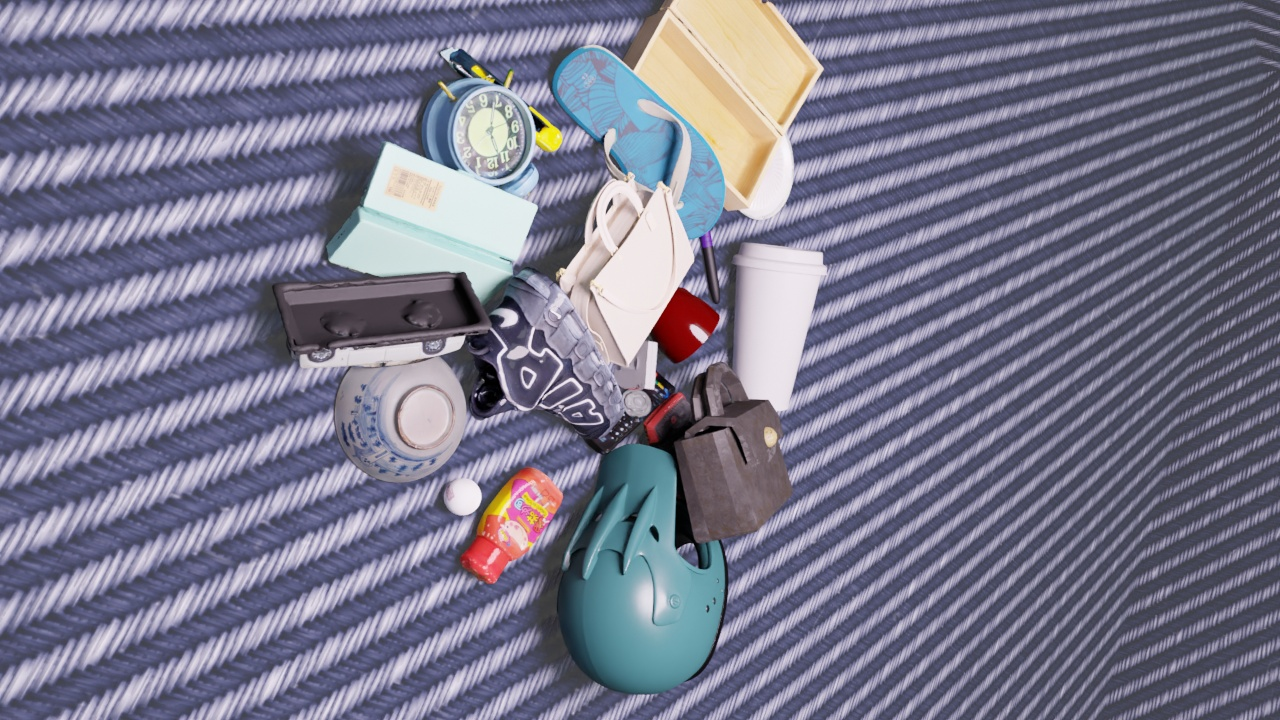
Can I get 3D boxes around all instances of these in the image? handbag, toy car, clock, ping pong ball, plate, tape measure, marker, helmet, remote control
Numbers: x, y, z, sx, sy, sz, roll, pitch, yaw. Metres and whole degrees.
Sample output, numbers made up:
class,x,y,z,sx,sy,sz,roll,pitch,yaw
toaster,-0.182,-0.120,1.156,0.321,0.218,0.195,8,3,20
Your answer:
class,x,y,z,sx,sy,sz,roll,pitch,yaw
handbag,-0.024,-0.122,1.057,0.194,0.101,0.198,-58,153,-25
toy car,-0.253,-0.030,0.900,0.191,0.094,0.071,-8,137,-31
clock,-0.166,-0.223,0.978,0.117,0.060,0.162,-25,118,-33
handbag,0.119,0.099,1.141,0.197,0.102,0.199,-17,90,-67
ping pong ball,-0.195,0.149,1.005,0.040,0.040,0.040,-5,97,-42
plate,0.165,-0.280,1.308,0.156,0.014,0.157,-5,98,-42
tape measure,-0.007,0.007,1.148,0.020,0.062,0.060,9,82,-42
toy car,0.060,0.136,1.225,0.081,0.056,0.189,-44,125,-31
marker,0.094,-0.143,1.257,0.018,0.015,0.134,-44,126,-64
helmet,-0.001,0.256,1.108,0.200,0.177,0.274,40,55,-43
remote control,-0.015,0.064,1.166,0.045,0.021,0.140,42,59,11

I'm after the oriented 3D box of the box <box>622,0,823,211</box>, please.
class,x,y,z,sx,sy,sz,roll,pitch,yaw
box,0.108,-0.369,1.201,0.247,0.068,0.253,38,79,-34

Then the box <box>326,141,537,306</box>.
class,x,y,z,sx,sy,sz,roll,pitch,yaw
box,-0.204,-0.129,0.932,0.186,0.052,0.139,15,122,-43

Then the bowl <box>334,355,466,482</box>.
class,x,y,z,sx,sy,sz,roll,pitch,yaw
bowl,-0.234,0.057,0.950,0.150,0.057,0.151,-5,98,-42

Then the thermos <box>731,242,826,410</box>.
class,x,y,z,sx,sy,sz,roll,pitch,yaw
thermos,0.181,-0.047,1.281,0.131,0.132,0.222,-2,103,-42

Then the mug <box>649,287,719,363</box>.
class,x,y,z,sx,sy,sz,roll,pitch,yaw
mug,0.044,-0.064,1.187,0.088,0.087,0.113,43,36,-13

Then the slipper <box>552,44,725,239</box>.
class,x,y,z,sx,sy,sz,roll,pitch,yaw
slipper,0.012,-0.255,1.112,0.118,0.060,0.295,-41,123,9

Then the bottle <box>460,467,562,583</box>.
class,x,y,z,sx,sy,sz,roll,pitch,yaw
bottle,-0.148,0.189,1.046,0.134,0.048,0.071,-53,127,-25

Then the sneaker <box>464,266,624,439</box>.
class,x,y,z,sx,sy,sz,roll,pitch,yaw
sneaker,-0.116,0.031,1.021,0.150,0.097,0.253,-39,134,-16

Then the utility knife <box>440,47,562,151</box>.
class,x,y,z,sx,sy,sz,roll,pitch,yaw
utility knife,-0.152,-0.290,1.017,0.172,0.020,0.028,34,69,-38
